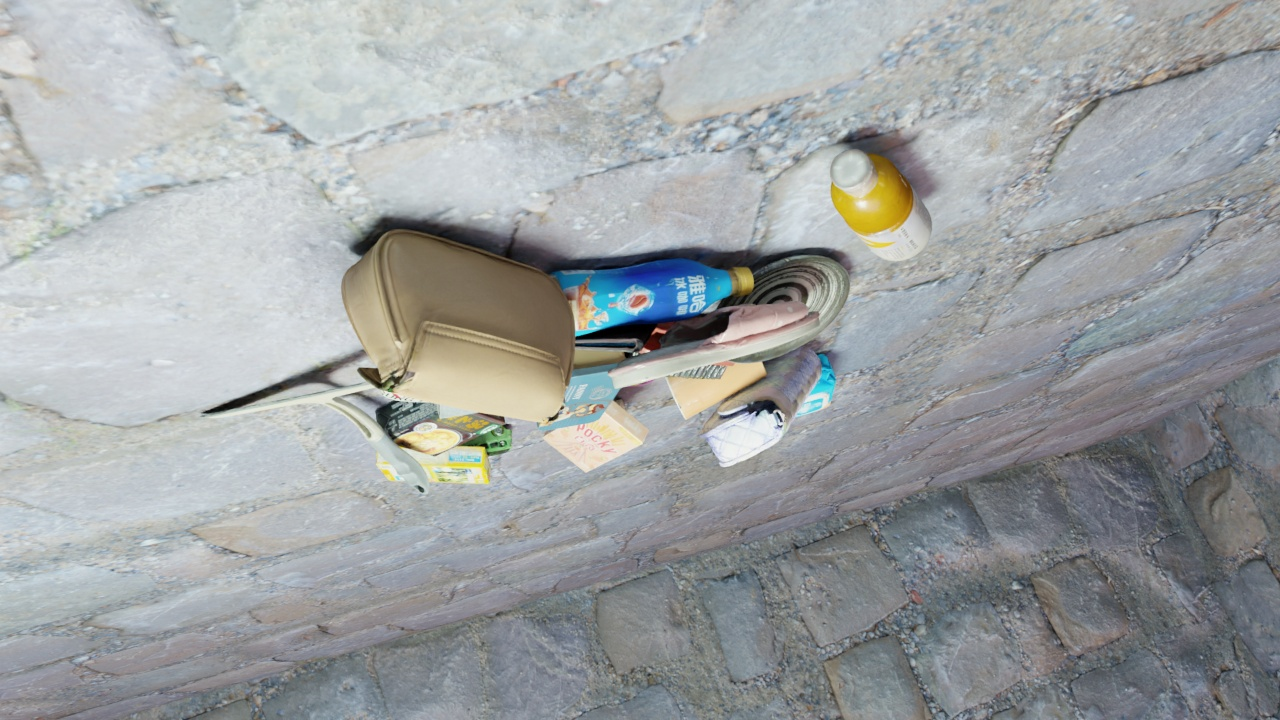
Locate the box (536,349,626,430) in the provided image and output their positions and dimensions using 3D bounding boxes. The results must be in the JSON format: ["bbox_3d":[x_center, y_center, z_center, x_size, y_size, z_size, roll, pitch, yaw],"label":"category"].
[{"bbox_3d":[-0.074,0.024,1.098,0.089,0.059,0.185,-10,160,-20],"label":"box"}]

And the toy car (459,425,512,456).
[{"bbox_3d":[-0.218,0.112,1.248,0.091,0.036,0.043,-2,157,-27],"label":"toy car"}]

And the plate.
[{"bbox_3d":[0.158,-0.063,1.065,0.179,0.024,0.180,-16,146,-11],"label":"plate"}]

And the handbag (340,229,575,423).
[{"bbox_3d":[-0.151,-0.023,0.780,0.204,0.147,0.100,16,141,-41],"label":"handbag"}]

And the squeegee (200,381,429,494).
[{"bbox_3d":[-0.301,0.084,1.025,0.247,0.039,0.246,-11,145,17],"label":"squeegee"}]

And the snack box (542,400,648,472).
[{"bbox_3d":[-0.064,0.101,1.258,0.084,0.026,0.158,40,144,-13],"label":"snack box"}]

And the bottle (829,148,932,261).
[{"bbox_3d":[0.226,-0.149,0.871,0.068,0.068,0.189,-26,158,23],"label":"bottle"}]

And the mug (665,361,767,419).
[{"bbox_3d":[0.099,0.018,1.204,0.123,0.078,0.078,-24,159,5],"label":"mug"}]

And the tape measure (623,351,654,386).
[{"bbox_3d":[-0.007,0.007,1.135,0.058,0.039,0.057,-14,160,6],"label":"tape measure"}]

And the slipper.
[{"bbox_3d":[0.080,-0.026,0.964,0.273,0.054,0.114,-17,-179,-34],"label":"slipper"}]

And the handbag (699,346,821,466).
[{"bbox_3d":[0.164,0.058,1.241,0.134,0.075,0.193,-30,-172,32],"label":"handbag"}]

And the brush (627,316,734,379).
[{"bbox_3d":[0.047,-0.019,1.090,0.145,0.063,0.069,3,122,-41],"label":"brush"}]

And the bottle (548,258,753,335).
[{"bbox_3d":[0.012,-0.067,0.919,0.218,0.065,0.065,-9,158,-22],"label":"bottle"}]

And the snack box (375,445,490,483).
[{"bbox_3d":[-0.273,0.138,1.222,0.140,0.033,0.087,4,158,-1],"label":"snack box"}]

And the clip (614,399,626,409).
[{"bbox_3d":[-0.037,0.082,1.268,0.035,0.092,0.103,-17,171,3],"label":"clip"}]

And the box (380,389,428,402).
[{"bbox_3d":[-0.206,0.015,1.005,0.164,0.057,0.071,1,168,-35],"label":"box"}]

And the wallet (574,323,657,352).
[{"bbox_3d":[-0.036,-0.028,0.944,0.096,0.020,0.122,-2,-169,9],"label":"wallet"}]

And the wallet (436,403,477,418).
[{"bbox_3d":[-0.146,0.020,0.961,0.129,0.037,0.107,-9,148,-19],"label":"wallet"}]

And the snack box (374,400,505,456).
[{"bbox_3d":[-0.233,0.067,1.106,0.113,0.053,0.125,-25,153,21],"label":"snack box"}]

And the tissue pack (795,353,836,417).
[{"bbox_3d":[0.246,0.045,1.396,0.090,0.063,0.140,-17,160,1],"label":"tissue pack"}]
